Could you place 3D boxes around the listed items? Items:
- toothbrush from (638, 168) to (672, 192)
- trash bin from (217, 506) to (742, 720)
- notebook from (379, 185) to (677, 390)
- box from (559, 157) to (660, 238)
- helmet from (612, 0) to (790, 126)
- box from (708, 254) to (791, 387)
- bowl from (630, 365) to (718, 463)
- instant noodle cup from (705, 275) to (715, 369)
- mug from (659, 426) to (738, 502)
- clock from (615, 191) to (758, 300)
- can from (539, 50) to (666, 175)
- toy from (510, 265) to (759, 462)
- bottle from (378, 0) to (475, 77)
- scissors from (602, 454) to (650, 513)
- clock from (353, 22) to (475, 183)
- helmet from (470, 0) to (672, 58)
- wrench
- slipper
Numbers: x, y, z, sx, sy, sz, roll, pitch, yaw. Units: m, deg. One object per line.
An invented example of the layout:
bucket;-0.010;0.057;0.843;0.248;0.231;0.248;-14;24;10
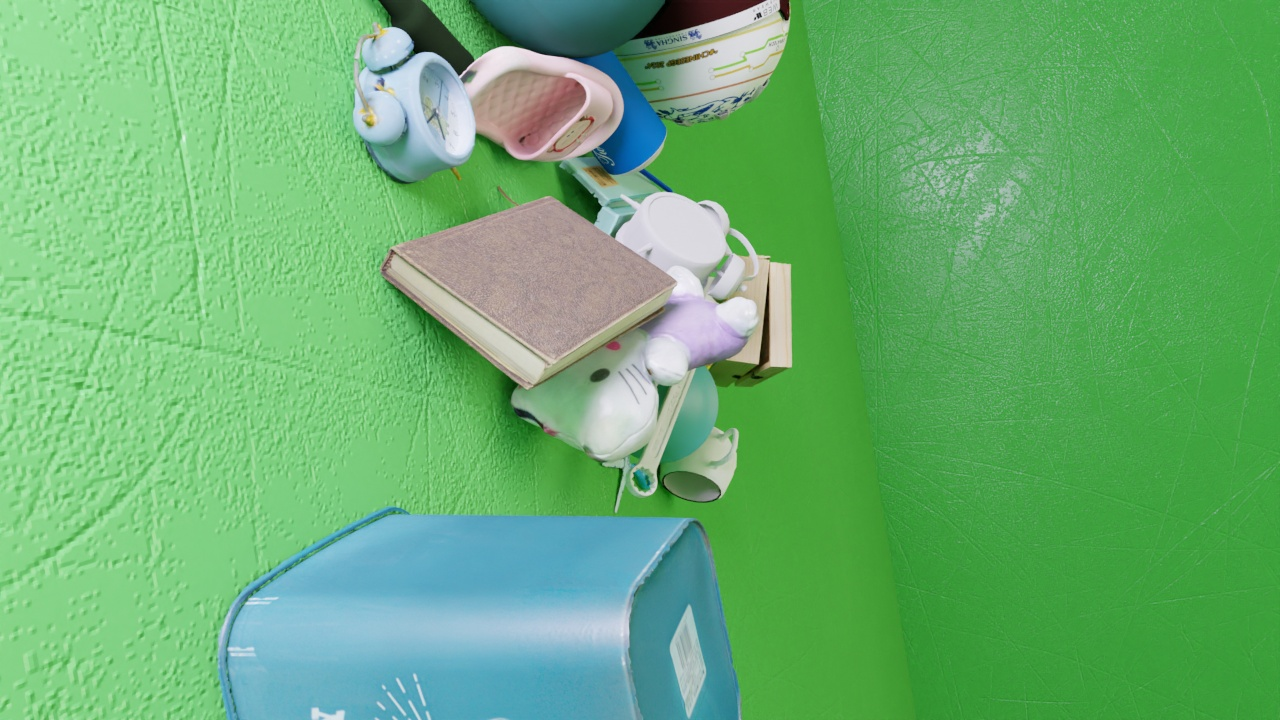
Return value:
toothbrush;-0.021;-0.230;1.042;0.186;0.017;0.011;28;63;-46
trash bin;-0.072;0.186;0.523;0.198;0.219;0.196;-31;111;-68
notebook;-0.090;-0.074;0.712;0.214;0.190;0.035;-34;156;-56
box;-0.034;-0.168;1.024;0.112;0.078;0.187;50;22;1
helmet;0.056;-0.394;1.057;0.313;0.231;0.236;-52;132;-68
box;0.131;-0.039;1.157;0.249;0.092;0.128;116;-16;-81
bowl;0.014;0.042;0.925;0.046;0.121;0.121;23;60;-73
instant noodle cup;0.021;-0.053;1.021;0.146;0.098;0.146;-8;90;-69
mug;0.077;0.111;1.073;0.090;0.124;0.076;30;53;-18
clock;0.049;-0.113;0.932;0.159;0.061;0.119;7;51;-29
can;-0.040;-0.265;0.945;0.146;0.079;0.078;48;37;-36
toy;-0.005;0.005;0.794;0.208;0.138;0.086;-37;135;-22
bottle;-0.172;-0.257;0.700;0.123;0.033;0.033;41;45;-58
scissors;-0.015;0.102;0.991;0.127;0.014;0.127;8;78;-64
clock;-0.166;-0.182;0.657;0.124;0.052;0.088;37;50;-61
helmet;-0.087;-0.398;0.778;0.199;0.177;0.274;-6;79;-53
wrench;0.040;0.019;0.900;0.047;0.009;0.272;35;53;-15
slipper;-0.087;-0.216;0.804;0.055;0.107;0.221;55;23;14
